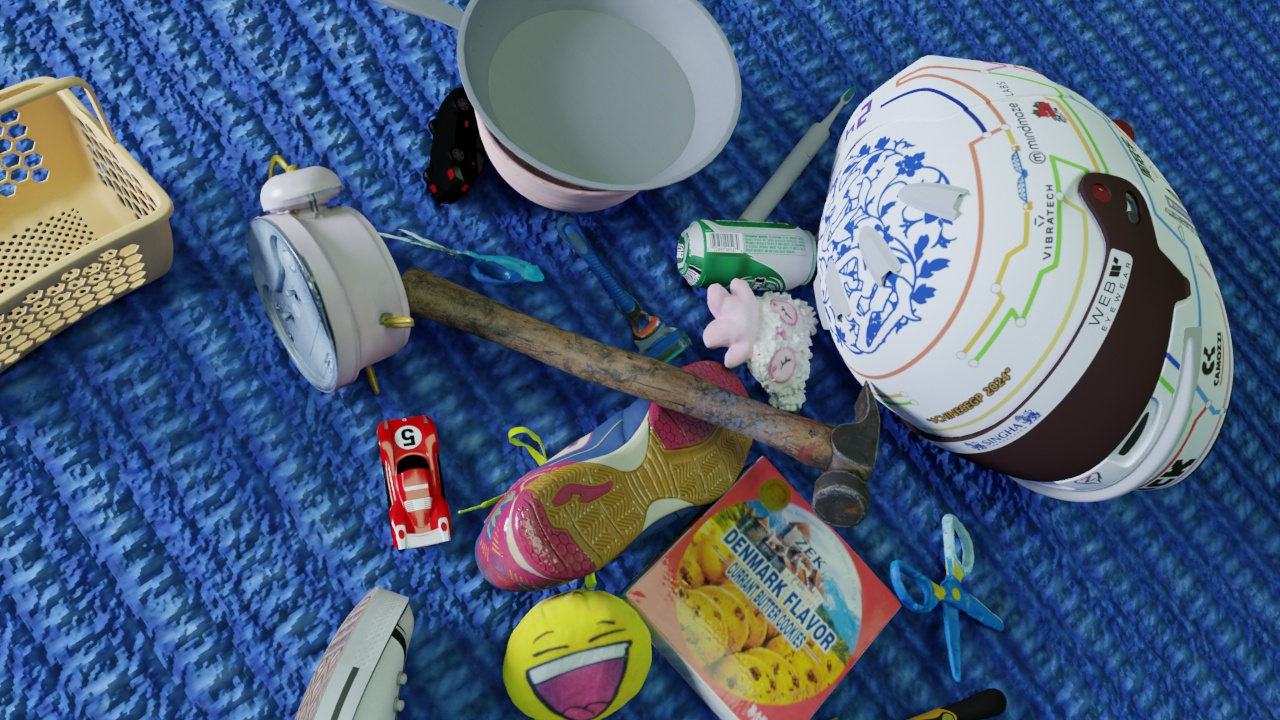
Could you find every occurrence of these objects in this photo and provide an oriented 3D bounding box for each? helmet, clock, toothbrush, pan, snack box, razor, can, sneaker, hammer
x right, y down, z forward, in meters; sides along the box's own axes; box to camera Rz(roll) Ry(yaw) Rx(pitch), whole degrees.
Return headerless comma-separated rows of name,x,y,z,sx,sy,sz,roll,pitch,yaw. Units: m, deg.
helmet,0.244,-0.057,0.648,0.235,0.232,0.314,5,62,-22
clock,-0.209,-0.059,0.594,0.058,0.117,0.158,-26,79,-33
toothbrush,0.137,-0.175,0.781,0.018,0.019,0.187,39,65,-1
pan,-0.101,-0.223,0.632,0.356,0.051,0.200,16,66,-9
snack box,0.081,0.165,0.627,0.144,0.040,0.142,-41,85,-24
razor,0.196,0.254,0.638,0.144,0.021,0.044,-9,73,-20
can,0.081,-0.081,0.712,0.101,0.053,0.053,0,70,-15
sneaker,-0.153,0.255,0.509,0.097,0.091,0.244,19,63,-20
hammer,-0.004,0.004,0.604,0.330,0.033,0.119,21,37,5
sneaker,-0.016,0.071,0.624,0.241,0.091,0.116,-31,86,-43
razor,-0.018,-0.055,0.695,0.044,0.018,0.141,-37,80,1

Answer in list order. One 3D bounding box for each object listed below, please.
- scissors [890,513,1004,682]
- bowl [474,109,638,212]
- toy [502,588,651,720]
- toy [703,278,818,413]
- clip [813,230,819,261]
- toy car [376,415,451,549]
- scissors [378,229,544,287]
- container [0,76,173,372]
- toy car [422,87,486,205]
scissors,0.224,0.166,0.666,0.125,0.014,0.130,35,54,-23
bowl,-0.054,-0.172,0.697,0.153,0.076,0.152,6,68,-15
toy,-0.039,0.186,0.574,0.095,0.041,0.094,-12,108,-10
toy,0.092,-0.018,0.685,0.109,0.041,0.095,24,61,-29
clip,0.155,-0.108,0.761,0.059,0.023,0.045,-16,70,-22
toy car,-0.149,0.080,0.605,0.038,0.025,0.089,-8,72,-18
scissors,-0.124,-0.073,0.638,0.129,0.119,0.014,16,102,-18
container,-0.382,-0.077,0.522,0.129,0.167,0.183,47,66,5
toy car,-0.137,-0.161,0.691,0.036,0.042,0.091,17,63,-36
